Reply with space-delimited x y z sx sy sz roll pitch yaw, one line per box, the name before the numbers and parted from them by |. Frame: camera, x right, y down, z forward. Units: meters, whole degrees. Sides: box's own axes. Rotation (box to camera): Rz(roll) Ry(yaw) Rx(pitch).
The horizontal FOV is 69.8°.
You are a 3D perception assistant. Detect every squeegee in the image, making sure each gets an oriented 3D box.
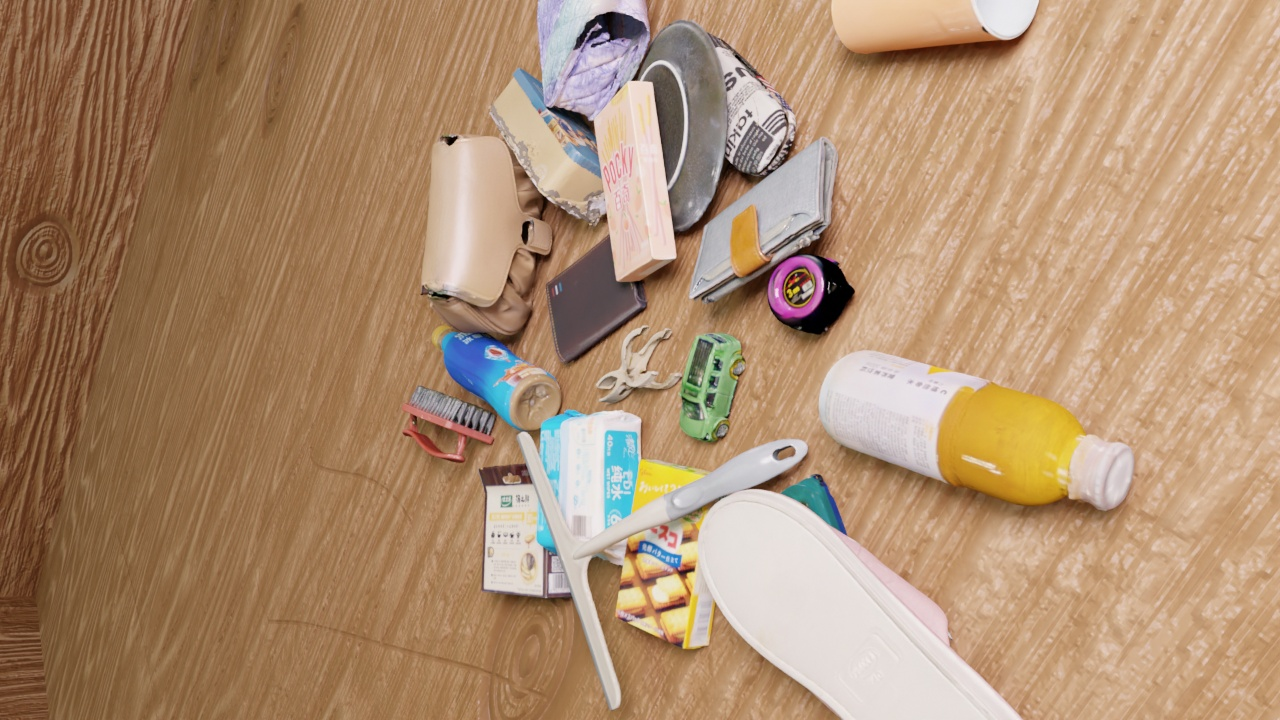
squeegee | 0.019 0.119 0.717 0.247 0.039 0.246 -30 70 25

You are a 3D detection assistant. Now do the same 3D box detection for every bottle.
bottle | 0.198 0.043 0.562 0.190 0.068 0.068 19 97 49
bottle | -0.166 0.008 0.984 0.219 0.065 0.065 29 104 47

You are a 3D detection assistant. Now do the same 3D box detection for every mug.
mug | 0.194 -0.249 0.622 0.123 0.078 0.078 12 92 54

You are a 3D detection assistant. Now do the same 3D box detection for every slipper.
slipper | 0.144 0.185 0.605 0.274 0.054 0.114 40 115 36

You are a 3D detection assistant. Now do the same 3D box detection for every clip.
clip | -0.005 -0.002 0.830 0.103 0.035 0.092 -3 84 56

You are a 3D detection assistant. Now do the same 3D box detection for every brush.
brush | -0.229 0.072 1.046 0.146 0.063 0.069 13 79 50

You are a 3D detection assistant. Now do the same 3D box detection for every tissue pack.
tissue pack | -0.044 0.112 0.827 0.090 0.063 0.140 -7 79 44

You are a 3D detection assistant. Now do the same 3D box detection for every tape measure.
tape measure | 0.120 0.118 0.669 0.055 0.025 0.058 -38 55 37
tape measure | 0.126 -0.050 0.684 0.058 0.039 0.057 52 120 35

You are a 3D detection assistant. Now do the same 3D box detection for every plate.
plate | 0.023 -0.201 0.798 0.180 0.024 0.179 -6 90 65

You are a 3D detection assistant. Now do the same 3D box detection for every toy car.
toy car | 0.055 0.022 0.755 0.043 0.036 0.091 18 100 47

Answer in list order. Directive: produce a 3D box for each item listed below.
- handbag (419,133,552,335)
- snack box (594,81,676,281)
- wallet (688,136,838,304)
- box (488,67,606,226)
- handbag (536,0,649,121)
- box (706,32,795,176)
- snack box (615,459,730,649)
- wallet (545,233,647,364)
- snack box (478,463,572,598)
handbag | -0.156 -0.131 0.943 0.100 0.147 0.204 1 85 24
snack box | -0.006 -0.155 0.808 0.085 0.026 0.157 158 105 -65
wallet | 0.091 -0.106 0.708 0.130 0.037 0.106 -33 28 39
box | -0.085 -0.217 0.915 0.060 0.089 0.184 -44 53 19
handbag | -0.045 -0.335 0.881 0.135 0.075 0.193 -51 37 47
box | 0.071 -0.217 0.766 0.164 0.057 0.071 57 149 39
snack box | 0.027 0.158 0.762 0.087 0.033 0.140 9 87 48
wallet | -0.045 -0.064 0.898 0.123 0.020 0.096 -34 58 37
snack box | -0.111 0.167 0.901 0.113 0.053 0.125 -11 74 47
